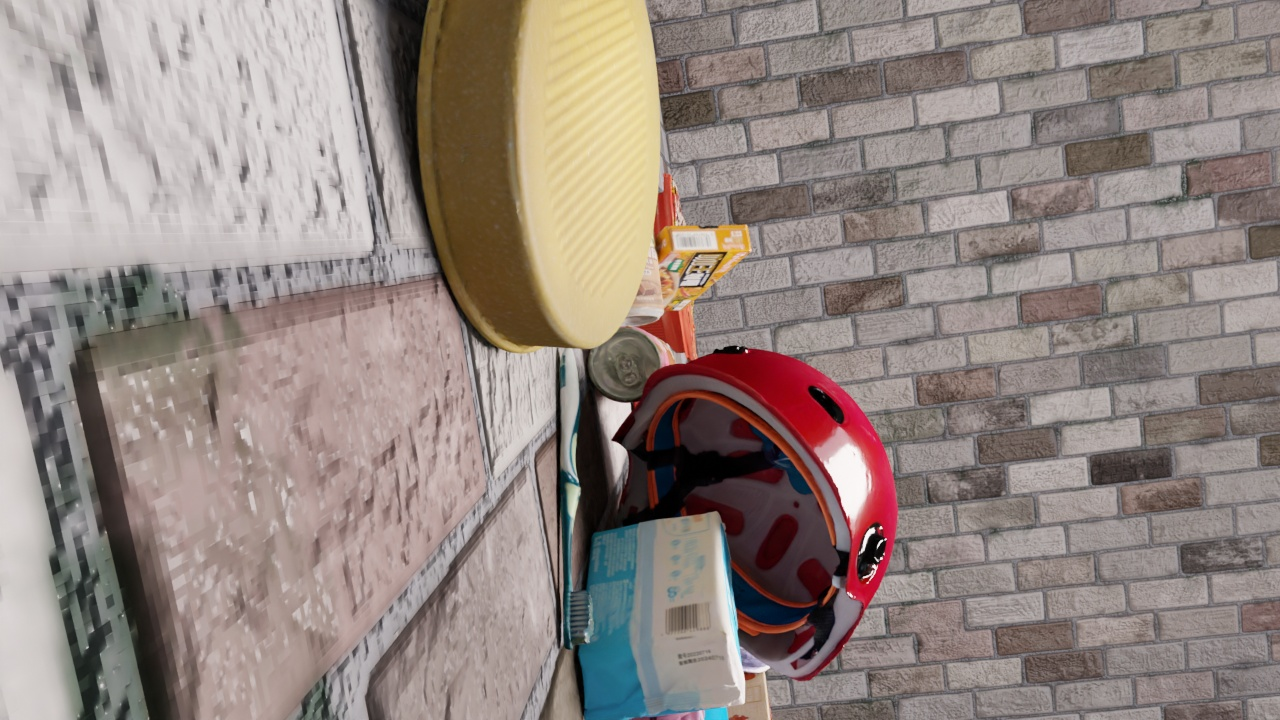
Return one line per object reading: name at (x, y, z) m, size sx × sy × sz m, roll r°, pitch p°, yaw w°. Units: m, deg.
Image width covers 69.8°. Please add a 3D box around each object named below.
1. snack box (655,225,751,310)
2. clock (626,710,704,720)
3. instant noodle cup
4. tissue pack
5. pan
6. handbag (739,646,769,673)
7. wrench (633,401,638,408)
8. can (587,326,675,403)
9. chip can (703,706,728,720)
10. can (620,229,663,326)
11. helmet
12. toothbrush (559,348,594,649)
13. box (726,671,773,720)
snack box at (0.031, -0.079, 0.810) m, size 0.154 × 0.075 × 0.026 m, roll 141°, pitch -57°, yaw -64°
clock at (0.014, 0.258, 0.590) m, size 0.117 × 0.060 × 0.158 m, roll 74°, pitch 9°, yaw -61°
instant noodle cup at (0.023, -0.096, 1.041) m, size 0.165 × 0.079 × 0.188 m, roll 76°, pitch 8°, yaw -48°
tissue pack at (0.013, 0.155, 0.558) m, size 0.139 × 0.090 × 0.063 m, roll -88°, pitch 164°, yaw -60°
pan at (-0.030, -0.138, 0.491) m, size 0.356 × 0.078 × 0.198 m, roll -58°, pitch 149°, yaw -58°
handbag at (0.087, 0.194, 0.885) m, size 0.134 × 0.076 × 0.193 m, roll 21°, pitch 44°, yaw -33°
wrench at (0.014, 0.146, 0.899) m, size 0.056 × 0.016 × 0.273 m, roll 76°, pitch 5°, yaw -65°
can at (-0.004, 0.004, 0.740) m, size 0.147 × 0.058 × 0.058 m, roll 9°, pitch 73°, yaw -84°
chip can at (0.040, 0.317, 0.701) m, size 0.071 × 0.071 × 0.210 m, roll -50°, pitch 132°, yaw -82°
can at (-0.016, -0.088, 0.740) m, size 0.058 × 0.058 × 0.116 m, roll 45°, pitch 38°, yaw -80°
helmet at (0.094, 0.084, 0.657) m, size 0.143 × 0.207 × 0.240 m, roll -31°, pitch 137°, yaw -39°
toothbrush at (-0.038, 0.070, 0.526) m, size 0.016 × 0.018 × 0.191 m, roll 73°, pitch 11°, yaw -55°
box at (0.081, 0.347, 0.822) m, size 0.168 × 0.091 × 0.076 m, roll -52°, pitch 131°, yaw -82°
